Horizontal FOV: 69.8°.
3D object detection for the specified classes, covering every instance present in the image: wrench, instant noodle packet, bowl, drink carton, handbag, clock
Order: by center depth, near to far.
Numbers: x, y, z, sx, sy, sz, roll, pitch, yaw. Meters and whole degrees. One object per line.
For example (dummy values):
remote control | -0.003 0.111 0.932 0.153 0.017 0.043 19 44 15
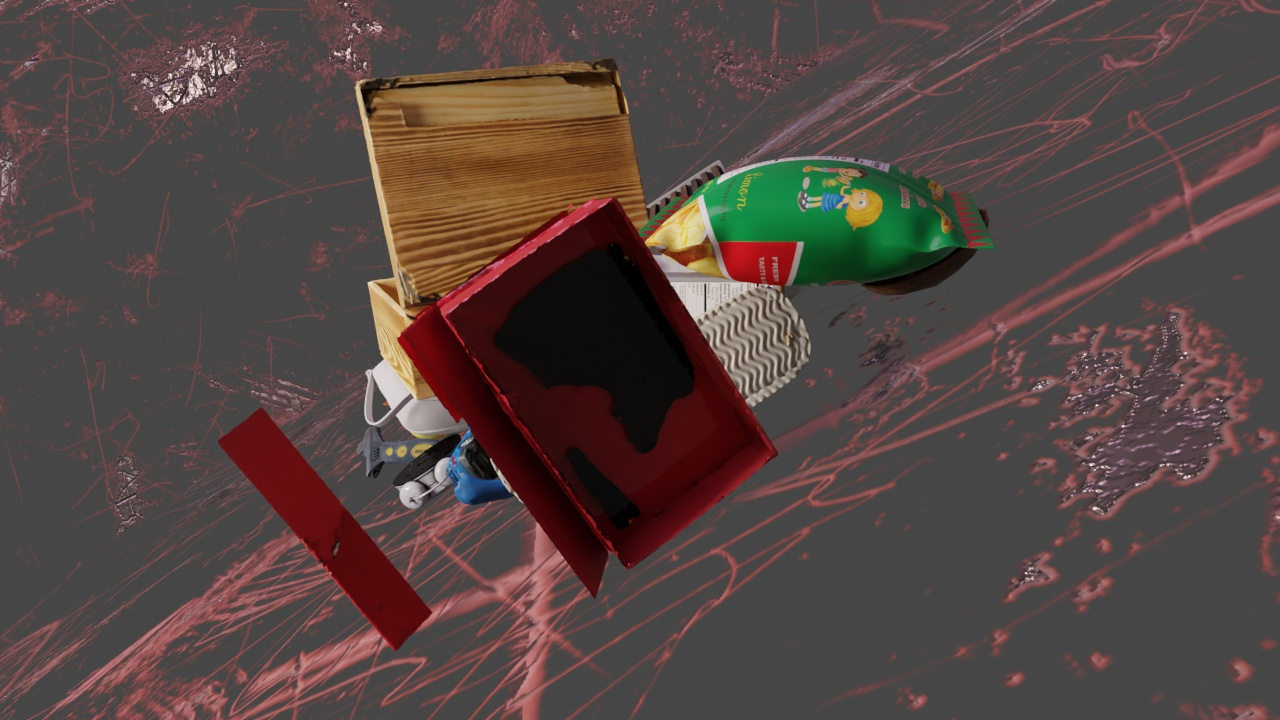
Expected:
instant noodle packet | 0.132 -0.111 0.716 0.253 0.090 0.195 2 21 15
bowl | 0.228 -0.078 0.723 0.102 0.026 0.114 -17 21 47
drink carton | 0.061 -0.043 0.782 0.125 0.076 0.048 1 11 12
clock | -0.238 0.131 1.061 0.094 0.035 0.122 -34 15 0
handbag | -0.250 0.006 1.156 0.215 0.096 0.222 -11 30 -24
wrench | -0.332 0.126 1.265 0.274 0.022 0.073 -8 71 52

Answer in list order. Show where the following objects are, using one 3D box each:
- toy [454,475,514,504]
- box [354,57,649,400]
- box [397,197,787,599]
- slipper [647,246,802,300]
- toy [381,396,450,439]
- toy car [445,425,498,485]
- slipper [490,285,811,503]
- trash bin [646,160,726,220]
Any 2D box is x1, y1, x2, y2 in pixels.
toy | -0.097 0.071 0.853 0.176 0.071 0.113 -53 8 -25
box | -0.153 -0.154 1.008 0.278 0.335 0.286 -11 19 -23
box | -0.019 0.025 0.556 0.164 0.213 0.153 -37 14 -12
slipper | 0.045 -0.073 0.879 0.246 0.075 0.112 -12 45 -7
toy | -0.252 0.052 1.256 0.208 0.092 0.133 -17 7 22
toy car | -0.172 0.094 0.993 0.044 0.056 0.120 -29 17 25
slipper | 0.006 0.026 0.721 0.263 0.115 0.052 -27 1 1
trash bin | 0.083 -0.153 1.114 0.114 0.114 0.228 -31 14 11
